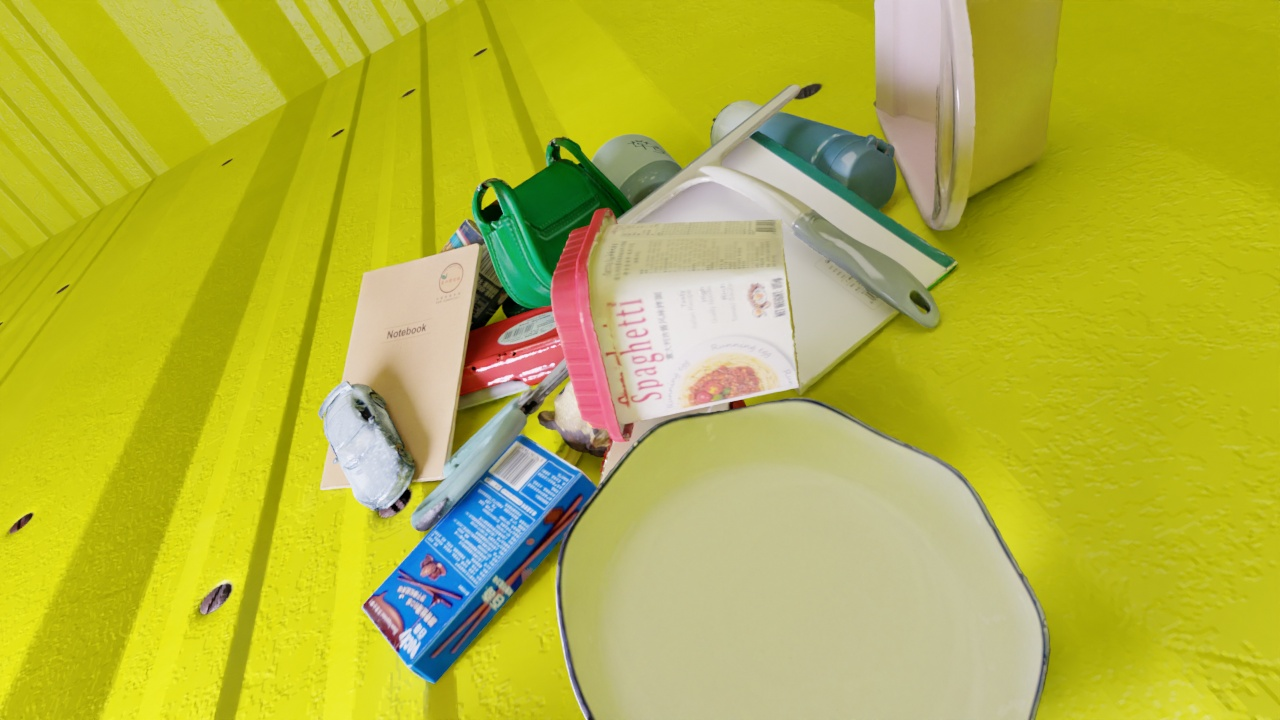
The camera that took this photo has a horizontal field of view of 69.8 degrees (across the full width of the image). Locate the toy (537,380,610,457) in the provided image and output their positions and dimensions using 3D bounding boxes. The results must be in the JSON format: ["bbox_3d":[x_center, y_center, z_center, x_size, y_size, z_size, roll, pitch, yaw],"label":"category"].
[{"bbox_3d":[-0.004,0.004,0.660,0.105,0.066,0.156,21,53,31],"label":"toy"}]

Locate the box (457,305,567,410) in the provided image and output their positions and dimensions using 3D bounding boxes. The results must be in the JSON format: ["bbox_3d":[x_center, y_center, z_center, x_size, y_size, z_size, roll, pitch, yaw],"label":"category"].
[{"bbox_3d":[-0.076,-0.015,0.776,0.201,0.048,0.086,-18,32,19],"label":"box"}]

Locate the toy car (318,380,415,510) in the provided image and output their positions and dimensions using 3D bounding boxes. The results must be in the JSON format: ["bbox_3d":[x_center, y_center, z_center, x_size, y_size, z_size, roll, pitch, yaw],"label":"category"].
[{"bbox_3d":[-0.224,0.068,0.745,0.054,0.036,0.120,-47,54,9],"label":"toy car"}]

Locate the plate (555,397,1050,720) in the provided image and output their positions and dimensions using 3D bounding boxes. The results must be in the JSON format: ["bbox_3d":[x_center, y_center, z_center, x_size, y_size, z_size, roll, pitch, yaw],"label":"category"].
[{"bbox_3d":[0.066,0.109,0.400,0.205,0.046,0.204,2,50,-2],"label":"plate"}]

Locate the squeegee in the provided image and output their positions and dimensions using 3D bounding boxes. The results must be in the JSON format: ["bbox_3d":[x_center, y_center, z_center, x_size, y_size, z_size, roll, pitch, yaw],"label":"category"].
[{"bbox_3d":[0.109,-0.097,0.649,0.246,0.039,0.246,-40,56,-16],"label":"squeegee"}]

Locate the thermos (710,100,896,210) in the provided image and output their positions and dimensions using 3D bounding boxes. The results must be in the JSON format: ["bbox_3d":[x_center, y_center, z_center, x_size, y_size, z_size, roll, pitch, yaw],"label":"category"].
[{"bbox_3d":[0.136,-0.178,0.798,0.070,0.070,0.220,-34,32,-6],"label":"thermos"}]

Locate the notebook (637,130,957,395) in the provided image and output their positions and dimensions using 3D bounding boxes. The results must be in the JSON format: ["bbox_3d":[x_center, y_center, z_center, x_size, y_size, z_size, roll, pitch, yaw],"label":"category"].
[{"bbox_3d":[0.100,-0.083,0.674,0.150,0.012,0.209,-37,55,-13],"label":"notebook"}]

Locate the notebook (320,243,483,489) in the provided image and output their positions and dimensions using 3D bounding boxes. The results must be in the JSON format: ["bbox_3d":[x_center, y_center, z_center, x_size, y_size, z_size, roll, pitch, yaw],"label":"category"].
[{"bbox_3d":[-0.206,0.005,0.788,0.148,0.008,0.207,-9,66,31],"label":"notebook"}]

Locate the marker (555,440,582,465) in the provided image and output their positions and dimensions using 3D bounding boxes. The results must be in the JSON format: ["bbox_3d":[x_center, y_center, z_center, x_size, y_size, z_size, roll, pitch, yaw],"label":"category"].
[{"bbox_3d":[-0.037,0.039,0.685,0.018,0.015,0.123,-1,43,32],"label":"marker"}]

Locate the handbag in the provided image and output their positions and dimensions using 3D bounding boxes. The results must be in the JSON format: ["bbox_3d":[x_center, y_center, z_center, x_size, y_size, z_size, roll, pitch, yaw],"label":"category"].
[{"bbox_3d":[-0.070,-0.114,0.760,0.068,0.120,0.131,-12,24,45],"label":"handbag"}]

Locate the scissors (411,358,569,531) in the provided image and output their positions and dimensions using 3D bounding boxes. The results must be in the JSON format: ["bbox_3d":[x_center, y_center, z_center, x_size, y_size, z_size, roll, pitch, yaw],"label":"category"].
[{"bbox_3d":[-0.103,0.058,0.635,0.174,0.019,0.177,-39,10,33],"label":"scissors"}]

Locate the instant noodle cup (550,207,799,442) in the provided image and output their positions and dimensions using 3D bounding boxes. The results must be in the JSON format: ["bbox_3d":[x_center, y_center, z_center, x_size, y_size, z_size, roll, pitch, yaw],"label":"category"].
[{"bbox_3d":[0.025,-0.026,0.527,0.124,0.116,0.116,-7,30,11],"label":"instant noodle cup"}]

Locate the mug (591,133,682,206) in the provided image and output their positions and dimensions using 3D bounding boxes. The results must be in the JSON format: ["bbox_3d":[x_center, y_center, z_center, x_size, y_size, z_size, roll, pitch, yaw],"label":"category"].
[{"bbox_3d":[-0.010,-0.158,0.852,0.111,0.082,0.106,5,29,-20],"label":"mug"}]

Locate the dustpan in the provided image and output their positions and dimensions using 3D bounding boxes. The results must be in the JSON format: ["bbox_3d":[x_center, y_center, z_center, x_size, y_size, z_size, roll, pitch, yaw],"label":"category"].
[{"bbox_3d":[0.195,-0.225,0.671,0.138,0.223,0.273,-25,38,-14],"label":"dustpan"}]

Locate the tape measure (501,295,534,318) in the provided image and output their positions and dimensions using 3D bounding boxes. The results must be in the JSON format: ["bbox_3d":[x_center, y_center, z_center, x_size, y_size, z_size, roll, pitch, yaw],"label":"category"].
[{"bbox_3d":[-0.103,-0.057,0.862,0.054,0.025,0.058,-42,33,-19],"label":"tape measure"}]

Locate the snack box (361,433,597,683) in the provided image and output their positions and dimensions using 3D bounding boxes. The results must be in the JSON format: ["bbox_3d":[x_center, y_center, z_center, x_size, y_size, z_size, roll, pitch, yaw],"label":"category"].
[{"bbox_3d":[-0.105,0.124,0.600,0.157,0.026,0.085,-48,36,-15],"label":"snack box"}]

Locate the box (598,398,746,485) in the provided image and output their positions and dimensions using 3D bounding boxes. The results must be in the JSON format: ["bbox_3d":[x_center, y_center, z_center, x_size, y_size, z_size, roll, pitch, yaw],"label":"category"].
[{"bbox_3d":[0.017,0.085,0.518,0.091,0.079,0.168,-15,34,22],"label":"box"}]

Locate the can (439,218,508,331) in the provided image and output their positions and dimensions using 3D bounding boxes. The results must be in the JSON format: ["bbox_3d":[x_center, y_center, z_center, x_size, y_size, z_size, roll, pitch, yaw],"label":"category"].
[{"bbox_3d":[-0.163,-0.066,0.845,0.111,0.075,0.075,-50,32,6],"label":"can"}]
